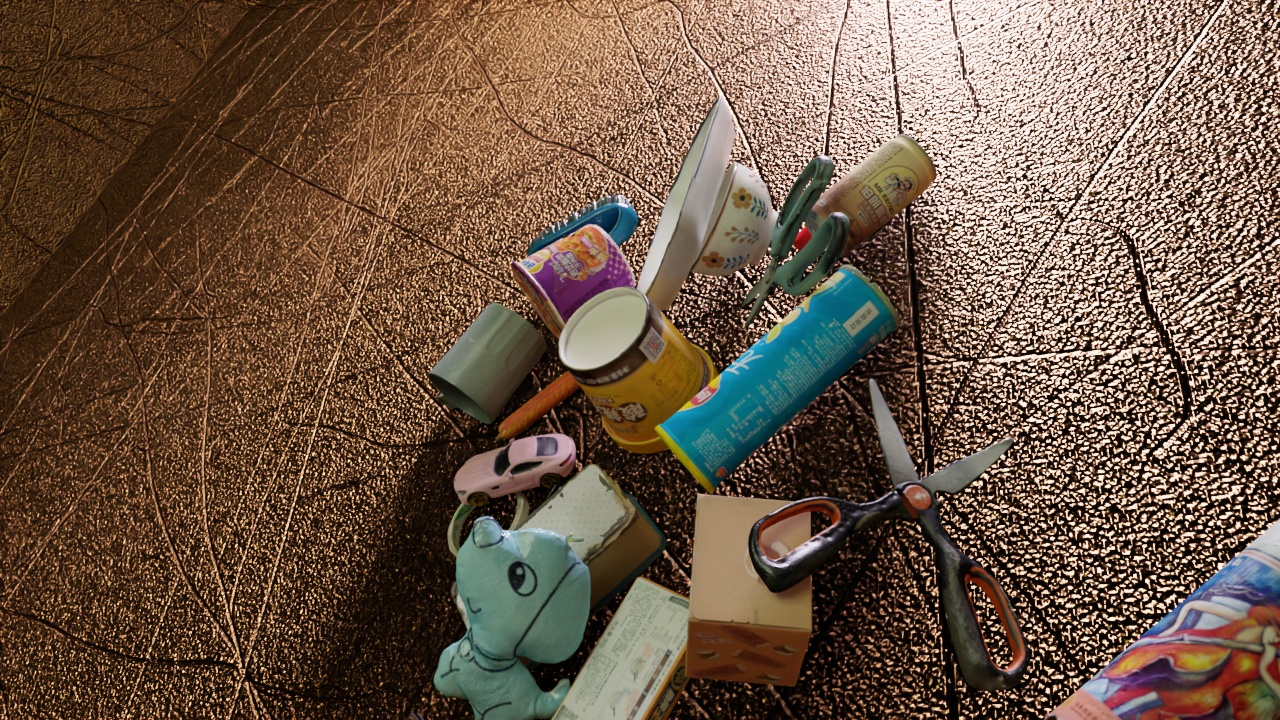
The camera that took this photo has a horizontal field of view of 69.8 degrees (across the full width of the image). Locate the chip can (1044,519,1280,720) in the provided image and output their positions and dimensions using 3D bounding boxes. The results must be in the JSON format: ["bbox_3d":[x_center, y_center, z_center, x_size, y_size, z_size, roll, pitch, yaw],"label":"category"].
[{"bbox_3d":[0.317,0.146,0.476,0.214,0.071,0.071,-40,39,0],"label":"chip can"}]

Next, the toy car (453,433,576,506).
[{"bbox_3d":[-0.120,0.100,0.868,0.122,0.037,0.056,-16,33,6],"label":"toy car"}]

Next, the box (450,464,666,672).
[{"bbox_3d":[-0.064,0.167,0.761,0.184,0.062,0.090,-39,40,-2],"label":"box"}]

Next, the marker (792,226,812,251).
[{"bbox_3d":[0.202,-0.162,0.900,0.145,0.017,0.017,-45,39,-7],"label":"marker"}]

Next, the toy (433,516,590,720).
[{"bbox_3d":[-0.091,0.195,0.684,0.156,0.161,0.050,-41,14,-4],"label":"toy"}]

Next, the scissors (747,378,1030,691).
[{"bbox_3d":[0.177,0.107,0.596,0.233,0.022,0.220,-17,58,-22],"label":"scissors"}]

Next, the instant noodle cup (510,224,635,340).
[{"bbox_3d":[-0.068,-0.085,0.972,0.099,0.111,0.111,-38,39,-10],"label":"instant noodle cup"}]

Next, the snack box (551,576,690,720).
[{"bbox_3d":[-0.010,0.239,0.675,0.075,0.026,0.153,13,61,45],"label":"snack box"}]

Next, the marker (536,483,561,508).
[{"bbox_3d":[-0.108,0.166,0.826,0.130,0.022,0.018,-52,13,-17],"label":"marker"}]

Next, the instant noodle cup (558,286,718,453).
[{"bbox_3d":[-0.005,0.005,0.825,0.119,0.114,0.118,-21,43,20],"label":"instant noodle cup"}]

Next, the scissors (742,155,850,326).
[{"bbox_3d":[0.136,-0.090,0.811,0.177,0.019,0.172,-64,20,20],"label":"scissors"}]

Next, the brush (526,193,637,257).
[{"bbox_3d":[-0.068,-0.133,1.052,0.144,0.055,0.073,-26,39,15],"label":"brush"}]

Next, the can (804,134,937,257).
[{"bbox_3d":[0.211,-0.152,0.850,0.116,0.058,0.058,-39,39,0],"label":"can"}]

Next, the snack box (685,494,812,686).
[{"bbox_3d":[0.072,0.156,0.620,0.077,0.094,0.092,4,50,5],"label":"snack box"}]

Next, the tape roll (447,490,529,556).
[{"bbox_3d":[-0.145,0.154,0.871,0.086,0.014,0.085,-21,42,20],"label":"tape roll"}]

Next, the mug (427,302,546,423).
[{"bbox_3d":[-0.169,0.004,0.992,0.103,0.083,0.124,-54,17,-19],"label":"mug"}]

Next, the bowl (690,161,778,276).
[{"bbox_3d":[0.097,-0.131,0.902,0.113,0.062,0.113,-160,92,-84],"label":"bowl"}]

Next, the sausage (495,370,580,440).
[{"bbox_3d":[-0.083,0.030,0.934,0.165,0.021,0.021,-37,39,2],"label":"sausage"}]

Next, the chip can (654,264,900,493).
[{"bbox_3d":[0.113,0.015,0.759,0.210,0.071,0.071,-41,39,-3],"label":"chip can"}]

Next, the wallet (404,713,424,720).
[{"bbox_3d":[-0.184,0.346,0.716,0.096,0.020,0.122,-46,38,-16],"label":"wallet"}]

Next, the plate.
[{"bbox_3d":[0.049,-0.154,0.948,0.162,0.034,0.265,122,169,-54],"label":"plate"}]
